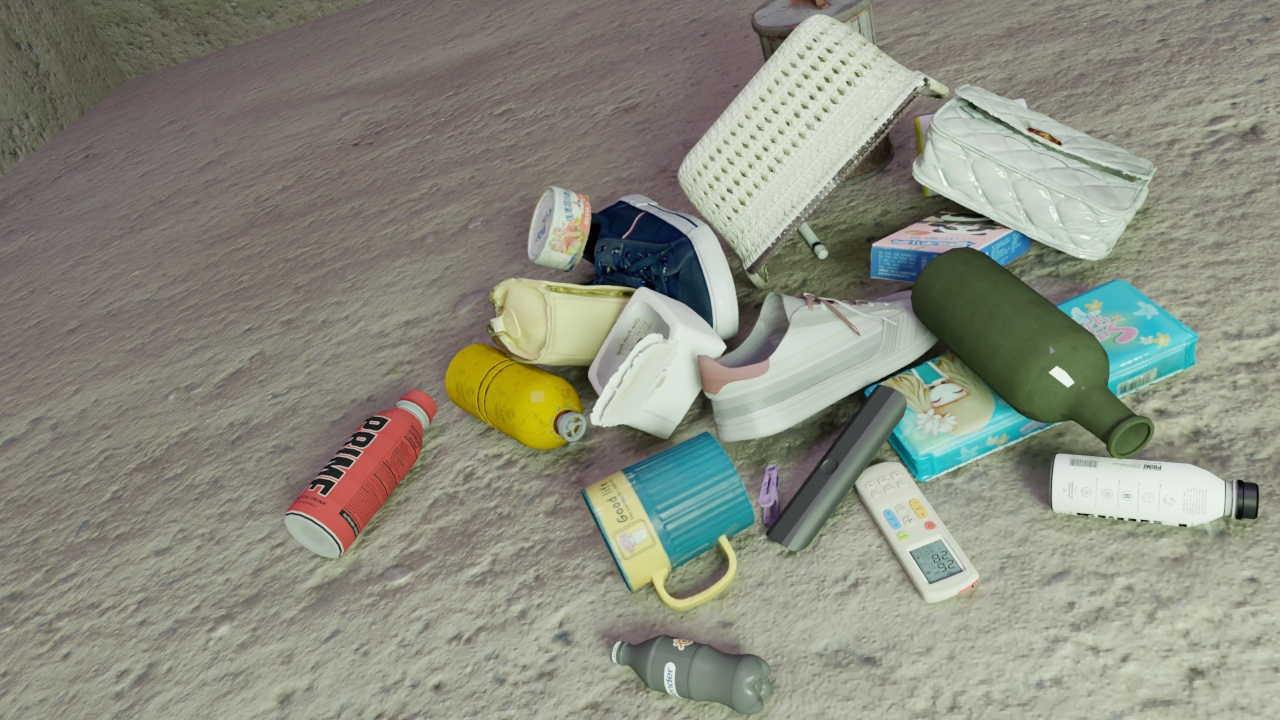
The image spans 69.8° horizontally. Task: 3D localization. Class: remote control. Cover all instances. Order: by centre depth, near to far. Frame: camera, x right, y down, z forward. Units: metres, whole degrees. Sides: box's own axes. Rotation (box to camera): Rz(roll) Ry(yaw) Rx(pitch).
[{"bbox_3d":[0.190,0.117,0.641,0.038,0.018,0.125,-22,36,0],"label":"remote control"},{"bbox_3d":[0.146,0.080,0.684,0.146,0.015,0.033,-51,36,-12],"label":"remote control"}]

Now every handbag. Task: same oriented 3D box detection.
[{"bbox_3d":[0.356,-0.178,0.827,0.195,0.073,0.138,31,45,18],"label":"handbag"},{"bbox_3d":[-0.075,-0.037,0.878,0.119,0.081,0.111,3,6,-40],"label":"handbag"}]

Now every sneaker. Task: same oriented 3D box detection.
[{"bbox_3d":[0.149,-0.024,0.759,0.235,0.089,0.099,-29,14,-15],"label":"sneaker"},{"bbox_3d":[-0.004,-0.087,0.935,0.127,0.121,0.294,-19,31,-18],"label":"sneaker"}]

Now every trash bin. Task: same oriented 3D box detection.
[{"bbox_3d":[0.207,-0.315,1.027,0.131,0.211,0.130,-14,36,10],"label":"trash bin"}]

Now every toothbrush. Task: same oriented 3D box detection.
[{"bbox_3d":[0.169,-0.161,1.013,0.012,0.017,0.186,-34,34,11],"label":"toothbrush"}]

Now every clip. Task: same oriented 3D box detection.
[{"bbox_3d":[0.100,0.103,0.705,0.013,0.033,0.051,-6,31,18],"label":"clip"}]

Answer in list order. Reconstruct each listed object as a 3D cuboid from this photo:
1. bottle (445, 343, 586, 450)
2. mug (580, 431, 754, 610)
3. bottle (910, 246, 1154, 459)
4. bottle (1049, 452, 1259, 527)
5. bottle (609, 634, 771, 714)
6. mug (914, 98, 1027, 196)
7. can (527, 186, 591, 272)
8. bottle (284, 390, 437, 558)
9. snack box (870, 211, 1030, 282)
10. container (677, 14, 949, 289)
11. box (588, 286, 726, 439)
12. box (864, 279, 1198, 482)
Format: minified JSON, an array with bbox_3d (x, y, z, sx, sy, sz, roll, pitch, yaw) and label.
[{"bbox_3d":[-0.110,0.038,0.852,0.070,0.071,0.164,-40,38,-24],"label":"bottle"},{"bbox_3d":[0.027,0.123,0.676,0.107,0.083,0.113,-25,64,-10],"label":"mug"},{"bbox_3d":[0.274,-0.006,0.648,0.071,0.071,0.206,-24,37,-4],"label":"bottle"},{"bbox_3d":[0.329,0.084,0.591,0.116,0.041,0.041,2,42,30],"label":"bottle"},{"bbox_3d":[0.030,0.201,0.597,0.110,0.036,0.036,3,42,30],"label":"bottle"},{"bbox_3d":[0.341,-0.219,0.944,0.106,0.083,0.082,-8,38,18],"label":"mug"},{"bbox_3d":[-0.088,-0.141,0.987,0.043,0.086,0.086,12,28,-23],"label":"can"},{"bbox_3d":[-0.251,0.097,0.856,0.062,0.062,0.176,3,42,30],"label":"bottle"},{"bbox_3d":[0.281,-0.102,0.821,0.088,0.033,0.153,13,26,39],"label":"snack box"},{"bbox_3d":[0.152,-0.207,0.884,0.252,0.143,0.184,-48,1,18],"label":"container"},{"bbox_3d":[0.010,0.011,0.773,0.111,0.101,0.189,-61,14,13],"label":"box"},{"bbox_3d":[0.295,0.013,0.706,0.227,0.039,0.094,-24,37,0],"label":"box"}]
